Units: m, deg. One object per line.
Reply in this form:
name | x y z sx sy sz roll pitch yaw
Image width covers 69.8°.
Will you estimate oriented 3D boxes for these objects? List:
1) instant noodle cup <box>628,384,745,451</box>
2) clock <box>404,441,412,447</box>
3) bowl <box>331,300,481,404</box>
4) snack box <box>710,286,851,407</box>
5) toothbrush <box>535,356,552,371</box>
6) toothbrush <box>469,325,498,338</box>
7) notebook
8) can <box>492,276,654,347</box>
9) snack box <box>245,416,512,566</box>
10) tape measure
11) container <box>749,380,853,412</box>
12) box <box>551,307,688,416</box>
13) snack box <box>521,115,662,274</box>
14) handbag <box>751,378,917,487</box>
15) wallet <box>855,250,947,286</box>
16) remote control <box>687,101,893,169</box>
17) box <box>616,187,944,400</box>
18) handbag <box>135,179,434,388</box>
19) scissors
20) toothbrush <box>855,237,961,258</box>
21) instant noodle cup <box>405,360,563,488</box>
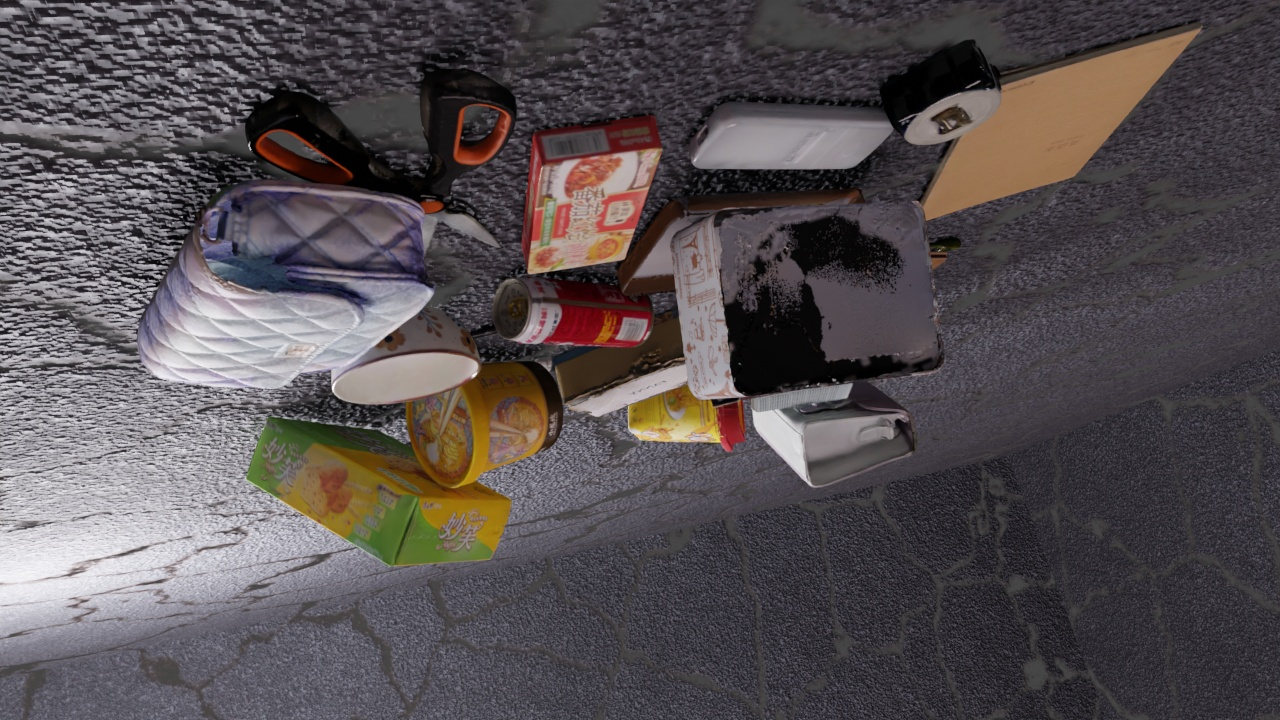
instant noodle cup | 0.052 0.044 1.042 0.124 0.116 0.116 -5 166 10
clock | -0.222 0.103 1.053 0.082 0.055 0.121 -24 -179 19
bowl | -0.186 -0.012 0.716 0.113 0.062 0.113 -13 162 -5
snack box | 0.116 -0.026 0.837 0.125 0.113 0.053 -9 162 -20
toothbrush | -0.119 0.031 1.001 0.016 0.016 0.180 -1 160 -16
toothbrush | -0.136 -0.022 0.809 0.181 0.018 0.016 -16 161 1
notebook | 0.302 -0.172 0.700 0.149 0.012 0.211 -16 164 -1
can | -0.054 -0.039 0.755 0.132 0.053 0.053 1 157 -44
snack box | -0.257 0.128 0.912 0.210 0.070 0.157 22 -179 27
tape measure | 0.194 -0.167 0.583 0.066 0.033 0.066 -23 161 32
container | 0.173 0.006 1.040 0.111 0.090 0.090 -13 163 4
box | -0.006 0.005 0.941 0.185 0.059 0.089 -18 163 20
snack box | -0.036 -0.104 0.604 0.075 0.025 0.153 -10 163 -14
handbag | 0.233 0.067 1.147 0.145 0.098 0.197 -11 -162 -9
wallet | 0.243 -0.080 0.942 0.101 0.020 0.116 -6 159 -32
remote control | 0.098 -0.145 0.594 0.135 0.020 0.056 -6 161 -26
box | 0.094 -0.050 0.714 0.182 0.156 0.194 -6 176 -21
handbag | -0.216 -0.037 0.556 0.134 0.075 0.194 1 163 -36
scissors | -0.137 -0.106 0.532 0.210 0.021 0.222 1 163 -35
toothbrush | 0.224 -0.102 0.863 0.185 0.012 0.017 -8 170 -22
instant noodle cup | -0.147 0.053 0.884 0.114 0.118 0.119 -11 166 -44
